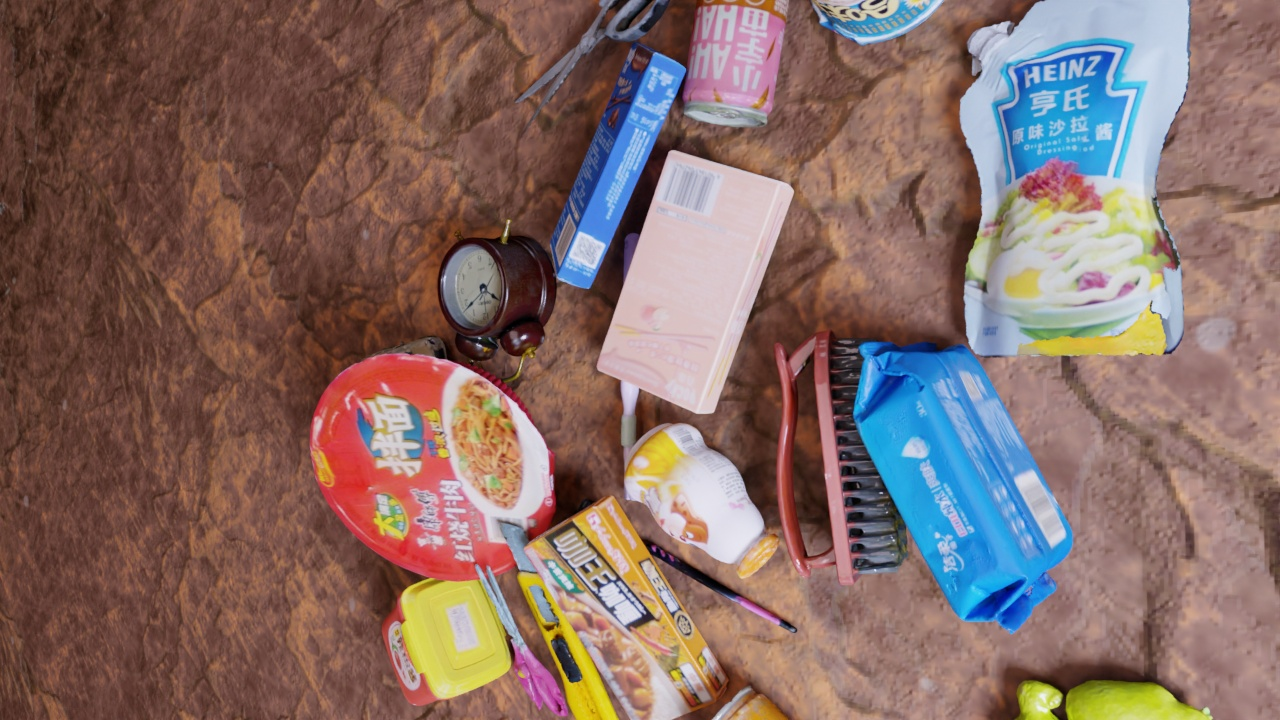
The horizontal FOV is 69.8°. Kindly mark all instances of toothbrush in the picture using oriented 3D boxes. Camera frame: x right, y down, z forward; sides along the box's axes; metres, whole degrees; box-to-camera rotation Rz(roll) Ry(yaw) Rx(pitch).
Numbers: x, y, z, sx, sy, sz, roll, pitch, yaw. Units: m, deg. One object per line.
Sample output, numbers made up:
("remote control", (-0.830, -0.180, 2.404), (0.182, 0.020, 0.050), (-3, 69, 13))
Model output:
("toothbrush", (0.027, 0.140, 0.637), (0.189, 0.014, 0.018), (22, 91, 32))
("toothbrush", (-0.004, 0.004, 0.652), (0.029, 0.021, 0.189), (179, 90, -67))

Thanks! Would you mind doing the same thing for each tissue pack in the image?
("tissue pack", (0.168, 0.059, 0.486), (0.052, 0.094, 0.157), (-35, 71, 37))

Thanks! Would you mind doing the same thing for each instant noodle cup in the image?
("instant noodle cup", (-0.147, 0.071, 0.695), (0.194, 0.065, 0.194), (6, 115, 13))
("instant noodle cup", (0.115, -0.238, 0.505), (0.099, 0.109, 0.099), (1, 92, 34))

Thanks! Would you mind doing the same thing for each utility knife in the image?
("utility knife", (-0.060, 0.203, 0.669), (0.033, 0.015, 0.193), (-23, 94, 25))

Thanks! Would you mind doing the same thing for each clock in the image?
("clock", (-0.109, -0.043, 0.702), (0.082, 0.055, 0.122), (-5, 90, 35))

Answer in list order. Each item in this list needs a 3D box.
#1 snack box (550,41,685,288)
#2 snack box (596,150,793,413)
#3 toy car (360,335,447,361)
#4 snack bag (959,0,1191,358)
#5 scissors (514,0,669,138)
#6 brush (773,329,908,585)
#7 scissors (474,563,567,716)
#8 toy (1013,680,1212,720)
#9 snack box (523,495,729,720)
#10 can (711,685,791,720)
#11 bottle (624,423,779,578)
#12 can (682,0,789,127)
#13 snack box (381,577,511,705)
("snack box", (-0.019, -0.134, 0.625), (0.084, 0.026, 0.157), (-111, 43, -65))
("snack box", (0.034, -0.052, 0.606), (0.084, 0.026, 0.157), (24, 100, 27))
("toy car", (-0.201, 0.005, 0.781), (0.091, 0.035, 0.042), (-13, 85, 32))
("snack bag", (0.223, -0.097, 0.479), (0.110, 0.038, 0.191), (0, 90, 46))
("scissors", (-0.035, -0.231, 0.654), (0.171, 0.014, 0.159), (24, 91, 53))
("brush", (0.114, 0.055, 0.542), (0.069, 0.063, 0.145), (-8, 86, 22))
("scissors", (-0.088, 0.209, 0.682), (0.077, 0.017, 0.137), (9, 121, 53))
("toy", (0.244, 0.200, 0.475), (0.100, 0.031, 0.096), (-50, 63, 26))
("snack box", (-0.011, 0.175, 0.635), (0.075, 0.026, 0.153), (-34, 87, 29))
("can", (0.104, 0.270, 0.558), (0.146, 0.058, 0.058), (37, 111, 28))
("bottle", (0.040, 0.091, 0.595), (0.108, 0.063, 0.063), (43, 114, 27))
("can", (0.064, -0.225, 0.573), (0.058, 0.057, 0.147), (13, 99, 34))
("snack box", (-0.158, 0.225, 0.735), (0.080, 0.081, 0.091), (-42, 67, 43))
